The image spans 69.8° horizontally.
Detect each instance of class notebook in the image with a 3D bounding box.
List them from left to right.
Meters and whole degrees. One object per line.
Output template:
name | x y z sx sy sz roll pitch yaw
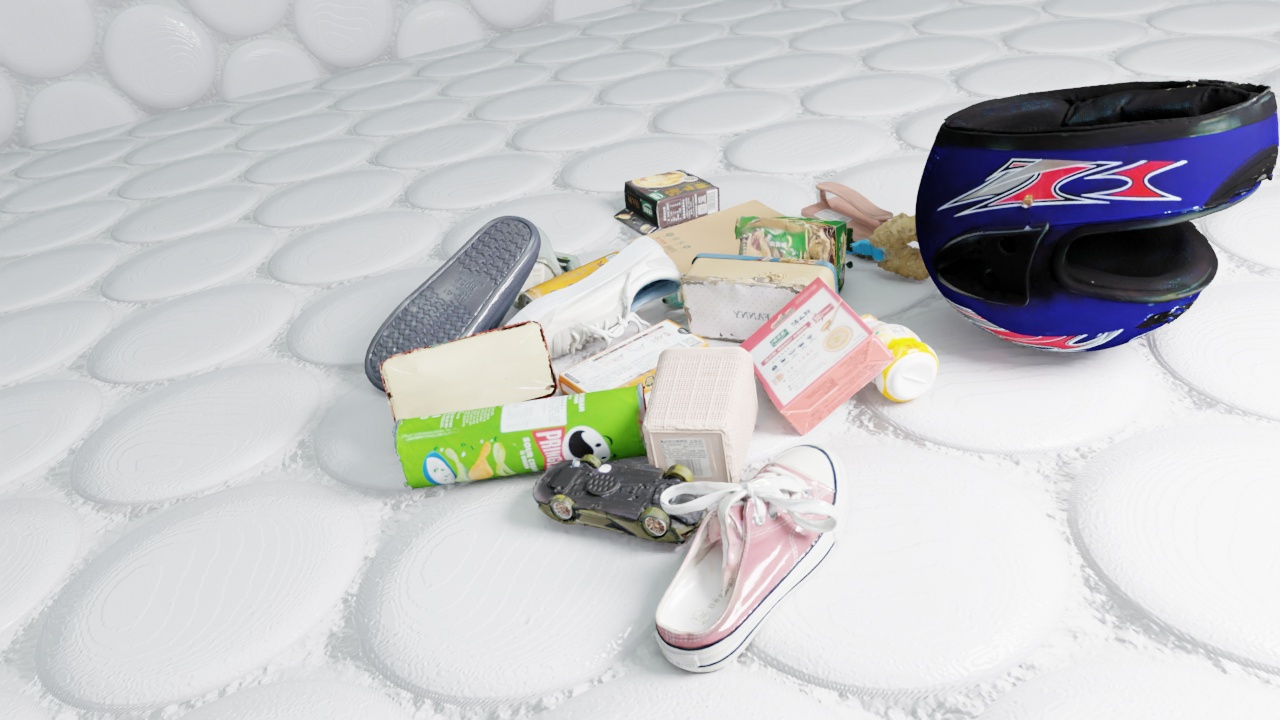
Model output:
notebook | 0.108 -0.172 1.274 0.207 0.008 0.148 -20 33 -17

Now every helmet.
helmet | 0.420 -0.127 0.873 0.246 0.240 0.316 -27 24 -28

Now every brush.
brush | 0.250 -0.136 1.124 0.255 0.083 0.045 1 34 32
brush | 0.273 -0.180 1.178 0.063 0.073 0.145 -21 34 -20

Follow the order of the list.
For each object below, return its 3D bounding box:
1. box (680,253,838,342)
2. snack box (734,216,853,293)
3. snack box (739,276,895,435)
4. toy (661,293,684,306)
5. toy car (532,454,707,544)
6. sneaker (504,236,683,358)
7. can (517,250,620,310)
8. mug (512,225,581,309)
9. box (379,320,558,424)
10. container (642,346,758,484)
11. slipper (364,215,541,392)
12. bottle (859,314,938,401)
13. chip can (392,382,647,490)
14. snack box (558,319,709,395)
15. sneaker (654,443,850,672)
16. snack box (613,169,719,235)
box | 0.125 -0.066 1.014 0.184 0.090 0.059 11 42 28
snack box | 0.184 -0.118 1.076 0.118 0.118 0.105 11 24 29
snack box | 0.168 -0.007 0.896 0.113 0.044 0.127 -42 31 11
toy | 0.067 -0.088 1.125 0.092 0.030 0.096 -12 24 -8
toy car | -0.018 0.119 0.791 0.158 0.042 0.070 7 34 24
sneaker | -0.052 -0.045 1.046 0.241 0.090 0.090 -34 68 -18
can | -0.075 -0.084 1.130 0.145 0.058 0.058 -27 35 -26
mug | -0.129 -0.119 1.195 0.123 0.084 0.103 8 26 -20
box | -0.174 0.015 0.938 0.168 0.091 0.080 -15 2 -10
container | 0.054 0.055 0.835 0.090 0.090 0.110 0 34 15
slipper | -0.207 -0.054 1.091 0.111 0.083 0.267 28 70 28
bottle | 0.244 -0.007 0.905 0.063 0.063 0.108 -14 31 -8
chip can | -0.108 0.072 0.866 0.236 0.072 0.072 -8 31 2
snack box | -0.006 0.006 0.992 0.153 0.026 0.075 -27 35 -26
sneaker | 0.089 0.126 0.703 0.118 0.088 0.240 14 39 35
snack box | 0.037 -0.237 1.369 0.125 0.053 0.113 -17 31 -22
